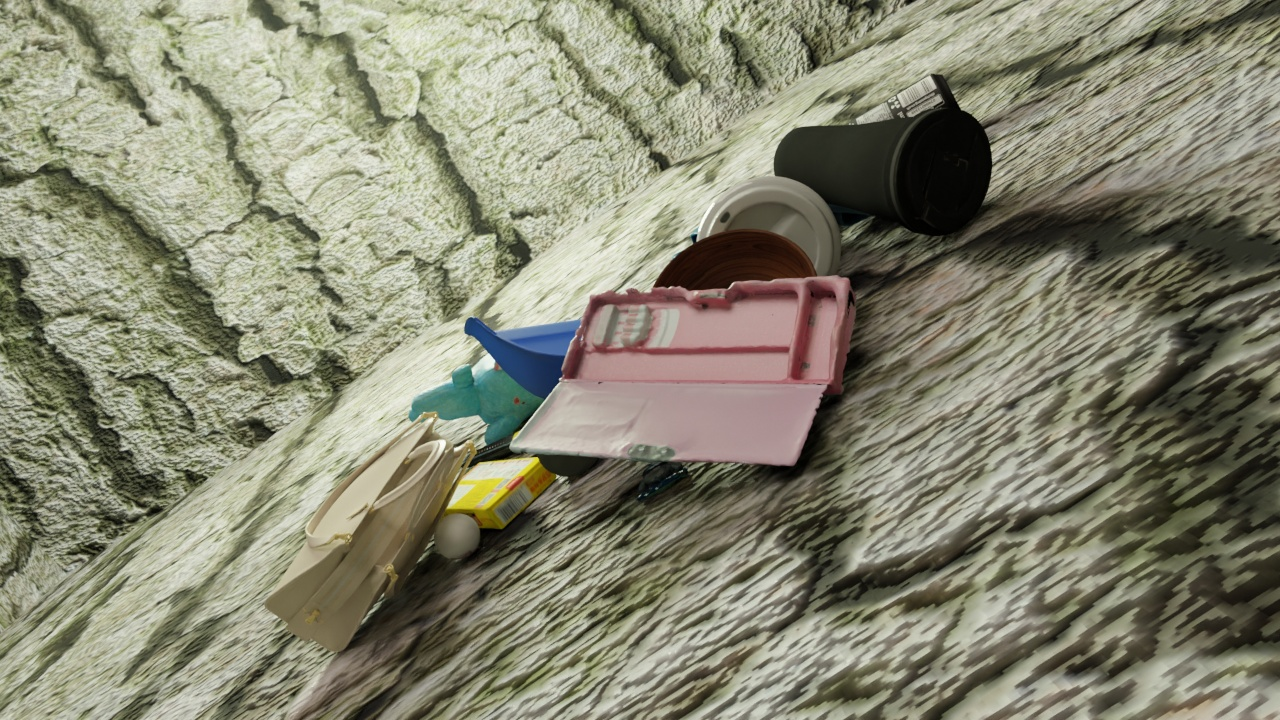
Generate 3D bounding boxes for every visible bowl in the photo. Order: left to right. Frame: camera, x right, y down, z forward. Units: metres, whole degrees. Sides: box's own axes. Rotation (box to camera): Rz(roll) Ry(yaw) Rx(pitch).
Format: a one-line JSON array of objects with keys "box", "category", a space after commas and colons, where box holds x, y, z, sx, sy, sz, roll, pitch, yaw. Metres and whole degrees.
[{"box": [0.084, -0.033, 0.782, 0.147, 0.069, 0.147, -11, 57, 17], "category": "bowl"}]

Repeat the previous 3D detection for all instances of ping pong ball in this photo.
[{"box": [-0.161, 0.155, 0.807, 0.040, 0.040, 0.040, -32, 14, 9], "category": "ping pong ball"}]

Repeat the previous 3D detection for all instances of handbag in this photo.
[{"box": [-0.216, 0.130, 0.798, 0.198, 0.101, 0.194, -44, 13, 37], "category": "handbag"}]

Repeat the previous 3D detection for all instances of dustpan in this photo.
[{"box": [-0.018, 0.002, 0.846, 0.245, 0.060, 0.257, -9, 35, -18], "category": "dustpan"}]

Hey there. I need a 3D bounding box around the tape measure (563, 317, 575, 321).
[{"box": [-0.070, -0.023, 1.142, 0.016, 0.065, 0.064, -36, 16, -9], "category": "tape measure"}]

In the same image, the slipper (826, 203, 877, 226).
[{"box": [0.234, -0.176, 0.976, 0.103, 0.059, 0.214, -35, 29, -16], "category": "slipper"}]

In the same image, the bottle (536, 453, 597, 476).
[{"box": [-0.068, 0.065, 0.857, 0.060, 0.060, 0.108, -34, 14, 3], "category": "bottle"}]

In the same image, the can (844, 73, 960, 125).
[{"box": [0.303, -0.268, 1.083, 0.146, 0.080, 0.080, -28, 15, 23], "category": "can"}]

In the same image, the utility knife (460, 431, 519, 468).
[{"box": [-0.156, 0.099, 1.028, 0.187, 0.020, 0.028, -21, 18, 39], "category": "utility knife"}]

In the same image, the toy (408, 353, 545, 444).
[{"box": [-0.182, 0.045, 1.094, 0.180, 0.115, 0.184, -21, -16, -26], "category": "toy"}]

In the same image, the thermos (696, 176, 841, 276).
[{"box": [0.126, -0.118, 0.921, 0.132, 0.131, 0.221, -31, 7, 11], "category": "thermos"}]

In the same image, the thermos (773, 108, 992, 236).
[{"box": [0.214, -0.179, 0.854, 0.105, 0.106, 0.219, -38, 27, -13], "category": "thermos"}]

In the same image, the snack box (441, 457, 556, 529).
[{"box": [-0.147, 0.129, 0.893, 0.075, 0.025, 0.153, -43, 16, -30], "category": "snack box"}]

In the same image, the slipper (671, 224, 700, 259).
[{"box": [0.134, -0.197, 1.277, 0.213, 0.059, 0.104, -34, 16, -3], "category": "slipper"}]

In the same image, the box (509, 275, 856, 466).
[{"box": [0.034, 0.015, 0.687, 0.233, 0.051, 0.179, 1, 49, 32], "category": "box"}]

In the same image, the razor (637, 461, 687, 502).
[{"box": [0.012, 0.072, 0.738, 0.044, 0.018, 0.140, -33, 14, 7], "category": "razor"}]
